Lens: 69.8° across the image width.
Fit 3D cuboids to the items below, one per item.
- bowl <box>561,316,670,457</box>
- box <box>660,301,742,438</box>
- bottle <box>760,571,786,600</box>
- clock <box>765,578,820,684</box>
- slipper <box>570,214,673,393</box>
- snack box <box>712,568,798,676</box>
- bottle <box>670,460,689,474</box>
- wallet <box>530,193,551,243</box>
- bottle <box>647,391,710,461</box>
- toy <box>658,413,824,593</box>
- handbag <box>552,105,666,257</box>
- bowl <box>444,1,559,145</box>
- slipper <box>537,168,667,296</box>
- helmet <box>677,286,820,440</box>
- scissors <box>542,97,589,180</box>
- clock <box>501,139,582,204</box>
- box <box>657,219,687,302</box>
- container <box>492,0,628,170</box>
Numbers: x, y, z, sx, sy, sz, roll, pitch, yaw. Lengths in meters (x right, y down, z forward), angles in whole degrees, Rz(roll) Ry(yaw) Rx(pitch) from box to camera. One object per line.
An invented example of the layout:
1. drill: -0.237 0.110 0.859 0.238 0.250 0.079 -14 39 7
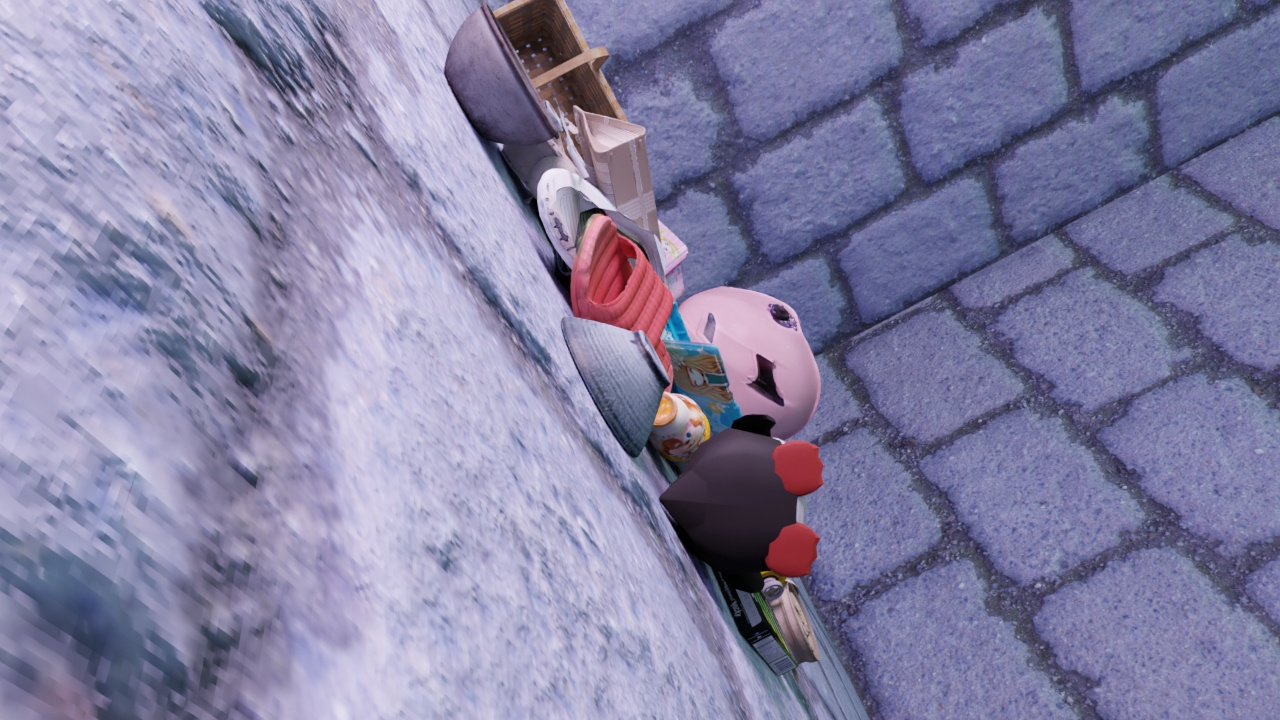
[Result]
1. bowl: -0.011 0.010 0.792 0.137 0.057 0.137 61 4 -9
2. box: 0.069 0.056 1.151 0.170 0.085 0.227 -125 -169 -61
3. bottle: 0.130 0.214 1.084 0.071 0.071 0.163 59 5 -35
4. clock: 0.165 0.299 1.074 0.093 0.055 0.140 60 12 -30
5. slipper: -0.001 -0.035 0.909 0.103 0.059 0.249 -65 147 -34
6. snack box: 0.118 0.261 0.940 0.147 0.025 0.080 57 7 -50
7. bottle: 0.057 0.105 1.064 0.161 0.046 0.072 56 7 -53
8. wallet: -0.098 -0.152 1.071 0.091 0.018 0.115 56 5 -49
9. bottle: 0.032 0.063 0.931 0.063 0.063 0.109 64 6 26
10. toy: 0.081 0.129 0.876 0.184 0.140 0.159 146 -51 -85
11. handbag: -0.054 -0.224 1.095 0.198 0.062 0.176 48 -21 41
12. bowl: -0.144 -0.269 0.903 0.145 0.067 0.145 61 4 -9
13. slipper: -0.046 -0.113 0.963 0.263 0.063 0.111 18 66 -61
14. helmet: 0.124 0.015 1.309 0.255 0.230 0.152 43 25 19
15. scissors: -0.072 -0.226 0.926 0.118 0.014 0.161 61 8 -3
16. clock: -0.104 -0.201 0.992 0.103 0.061 0.156 45 9 -29
17. box: 0.010 -0.101 1.198 0.160 0.063 0.229 61 29 -10
18. container: -0.121 -0.366 1.243 0.250 0.157 0.186 61 -7 -8
